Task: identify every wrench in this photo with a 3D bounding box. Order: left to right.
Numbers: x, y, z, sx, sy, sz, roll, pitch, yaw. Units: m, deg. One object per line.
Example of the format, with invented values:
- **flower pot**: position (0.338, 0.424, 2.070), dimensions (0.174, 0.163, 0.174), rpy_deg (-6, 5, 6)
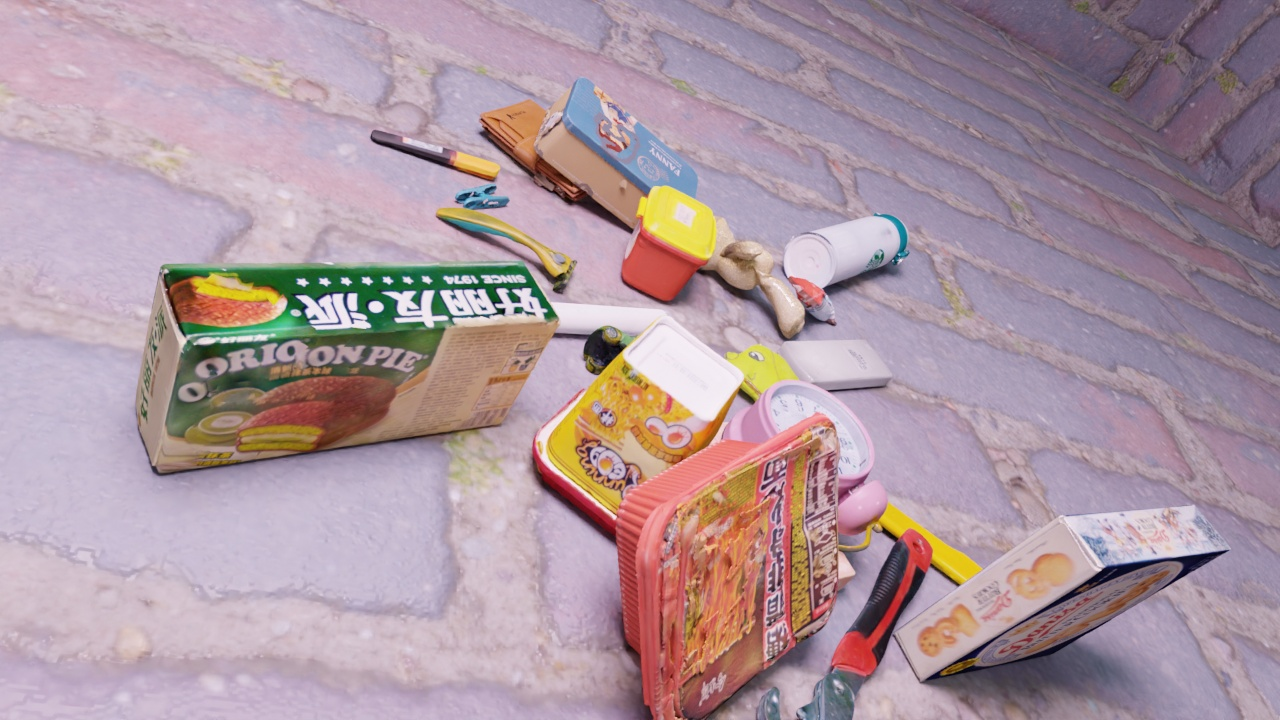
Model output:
- **wrench**: position (0.167, 0.202, 0.685), dimensions (0.056, 0.016, 0.272), rpy_deg (47, 41, 11)

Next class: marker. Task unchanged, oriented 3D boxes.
- **marker**: position (-0.195, -0.197, 0.877), dimensions (0.123, 0.015, 0.018), rpy_deg (13, 39, -22)

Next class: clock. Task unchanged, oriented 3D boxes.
- **clock**: position (0.131, 0.084, 0.717), dimensions (0.117, 0.060, 0.158), rpy_deg (14, 42, -25)

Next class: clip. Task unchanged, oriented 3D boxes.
- **clip**: position (-0.150, -0.153, 0.862), dimensions (0.041, 0.014, 0.056), rpy_deg (47, 36, 19)

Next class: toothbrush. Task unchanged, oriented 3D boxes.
- **toothbrush**: position (-0.067, -0.036, 0.779), dimensions (0.220, 0.027, 0.026), rpy_deg (1, 8, -36)

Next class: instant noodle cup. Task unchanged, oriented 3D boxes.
- **instant noodle cup**: position (0.004, 0.045, 0.657), dimensions (0.116, 0.124, 0.115), rpy_deg (38, 36, 5)
- **instant noodle cup**: position (0.050, 0.127, 0.581), dimensions (0.079, 0.165, 0.188), rpy_deg (17, 29, 41)

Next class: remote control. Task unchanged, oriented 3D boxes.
- **remote control**: position (0.200, 0.004, 0.942), dimensions (0.134, 0.019, 0.056), rpy_deg (-3, 50, -39)

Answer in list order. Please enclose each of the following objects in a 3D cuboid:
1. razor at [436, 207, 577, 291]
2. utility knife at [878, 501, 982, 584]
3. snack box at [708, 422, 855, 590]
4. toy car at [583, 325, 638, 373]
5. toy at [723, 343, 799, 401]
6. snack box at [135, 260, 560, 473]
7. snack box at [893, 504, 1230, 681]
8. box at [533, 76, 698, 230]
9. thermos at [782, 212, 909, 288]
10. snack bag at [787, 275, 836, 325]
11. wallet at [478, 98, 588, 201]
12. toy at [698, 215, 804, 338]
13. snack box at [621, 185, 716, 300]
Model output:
- **razor**: position (-0.120, -0.108, 0.823), dimensions (0.132, 0.028, 0.043), rpy_deg (26, 40, -7)
- **utility knife**: position (0.230, 0.146, 0.804), dimensions (0.217, 0.015, 0.033), rpy_deg (37, 37, 1)
- **snack box**: position (0.096, 0.116, 0.728), dimensions (0.084, 0.026, 0.157), rpy_deg (-2, 48, -39)
- **toy car**: position (-0.005, 0.004, 0.766), dimensions (0.091, 0.043, 0.036), rpy_deg (34, 39, -2)
- **toy**: position (0.123, 0.027, 0.848), dimensions (0.096, 0.031, 0.100), rpy_deg (15, 44, -23)
- **snack box**: position (-0.177, -0.001, 0.580), dimensions (0.239, 0.115, 0.063), rpy_deg (-6, 52, -40)
- **snack box**: position (0.316, 0.177, 0.696), dimensions (0.182, 0.178, 0.045), rpy_deg (3, 49, -34)
- **box**: position (-0.017, -0.199, 0.939), dimensions (0.184, 0.061, 0.089), rpy_deg (32, 44, -25)
- **thermos**: position (0.258, -0.133, 1.105), dimensions (0.073, 0.073, 0.223), rpy_deg (48, 38, 18)
- **snack bag**: position (0.187, -0.064, 0.984), dimensions (0.048, 0.026, 0.104), rpy_deg (52, 9, 20)
- **wallet**: position (-0.096, -0.224, 0.970), dimensions (0.132, 0.031, 0.107), rpy_deg (39, 35, 8)
- **toy**: position (0.111, -0.087, 0.953), dimensions (0.157, 0.066, 0.105), rpy_deg (45, 5, 9)
- **snack box**: position (0.023, -0.112, 0.889), dimensions (0.082, 0.080, 0.091), rpy_deg (26, 37, -11)
